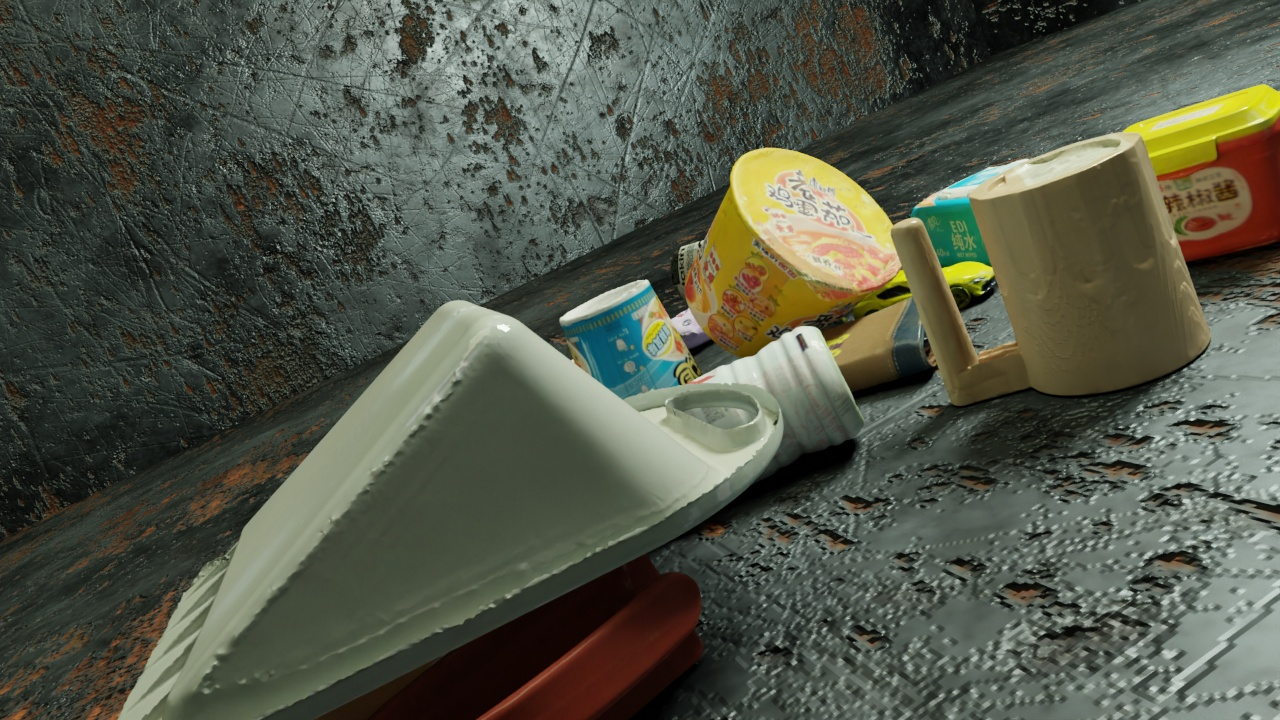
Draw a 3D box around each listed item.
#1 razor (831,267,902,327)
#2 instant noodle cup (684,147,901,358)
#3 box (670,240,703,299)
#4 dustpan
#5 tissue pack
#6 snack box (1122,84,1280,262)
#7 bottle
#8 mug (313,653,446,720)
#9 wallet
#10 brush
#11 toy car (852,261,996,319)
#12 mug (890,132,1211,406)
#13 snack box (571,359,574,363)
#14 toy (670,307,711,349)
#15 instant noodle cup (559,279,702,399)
[{"bbox_3d":[0.191,-0.062,0.768,0.132,0.028,0.043,-30,9,-30],"label":"razor"},{"bbox_3d":[0.103,-0.070,0.677,0.137,0.138,0.110,-37,-14,-44],"label":"instant noodle cup"},{"bbox_3d":[0.107,-0.099,1.025,0.087,0.076,0.163,-1,-5,-37],"label":"box"},{"bbox_3d":[-0.071,0.073,0.401,0.257,0.142,0.223,-51,17,-6],"label":"dustpan"},{"bbox_3d":[0.282,-0.117,0.721,0.090,0.063,0.140,-27,12,-9],"label":"tissue pack"},{"bbox_3d":[0.326,-0.104,0.529,0.091,0.080,0.081,-13,18,47],"label":"snack box"},{"bbox_3d":[0.023,0.050,0.516,0.197,0.068,0.068,-26,11,10],"label":"bottle"},{"bbox_3d":[-0.134,0.144,0.410,0.078,0.078,0.122,-18,9,32],"label":"mug"},{"bbox_3d":[0.139,-0.004,0.599,0.115,0.033,0.090,-22,12,33],"label":"wallet"},{"bbox_3d":[-0.043,0.123,0.329,0.145,0.063,0.069,-33,1,-28],"label":"brush"},{"bbox_3d":[0.205,-0.052,0.671,0.105,0.032,0.048,-15,15,34],"label":"toy car"},{"bbox_3d":[0.199,-0.041,0.456,0.125,0.103,0.084,-19,13,27],"label":"mug"},{"bbox_3d":[-0.057,0.016,0.928,0.075,0.025,0.152,-14,16,40],"label":"snack box"},{"bbox_3d":[0.065,-0.039,0.887,0.107,0.039,0.084,-29,8,-22],"label":"toy"},{"bbox_3d":[-0.004,0.004,0.662,0.099,0.110,0.099,-24,11,5],"label":"instant noodle cup"}]
